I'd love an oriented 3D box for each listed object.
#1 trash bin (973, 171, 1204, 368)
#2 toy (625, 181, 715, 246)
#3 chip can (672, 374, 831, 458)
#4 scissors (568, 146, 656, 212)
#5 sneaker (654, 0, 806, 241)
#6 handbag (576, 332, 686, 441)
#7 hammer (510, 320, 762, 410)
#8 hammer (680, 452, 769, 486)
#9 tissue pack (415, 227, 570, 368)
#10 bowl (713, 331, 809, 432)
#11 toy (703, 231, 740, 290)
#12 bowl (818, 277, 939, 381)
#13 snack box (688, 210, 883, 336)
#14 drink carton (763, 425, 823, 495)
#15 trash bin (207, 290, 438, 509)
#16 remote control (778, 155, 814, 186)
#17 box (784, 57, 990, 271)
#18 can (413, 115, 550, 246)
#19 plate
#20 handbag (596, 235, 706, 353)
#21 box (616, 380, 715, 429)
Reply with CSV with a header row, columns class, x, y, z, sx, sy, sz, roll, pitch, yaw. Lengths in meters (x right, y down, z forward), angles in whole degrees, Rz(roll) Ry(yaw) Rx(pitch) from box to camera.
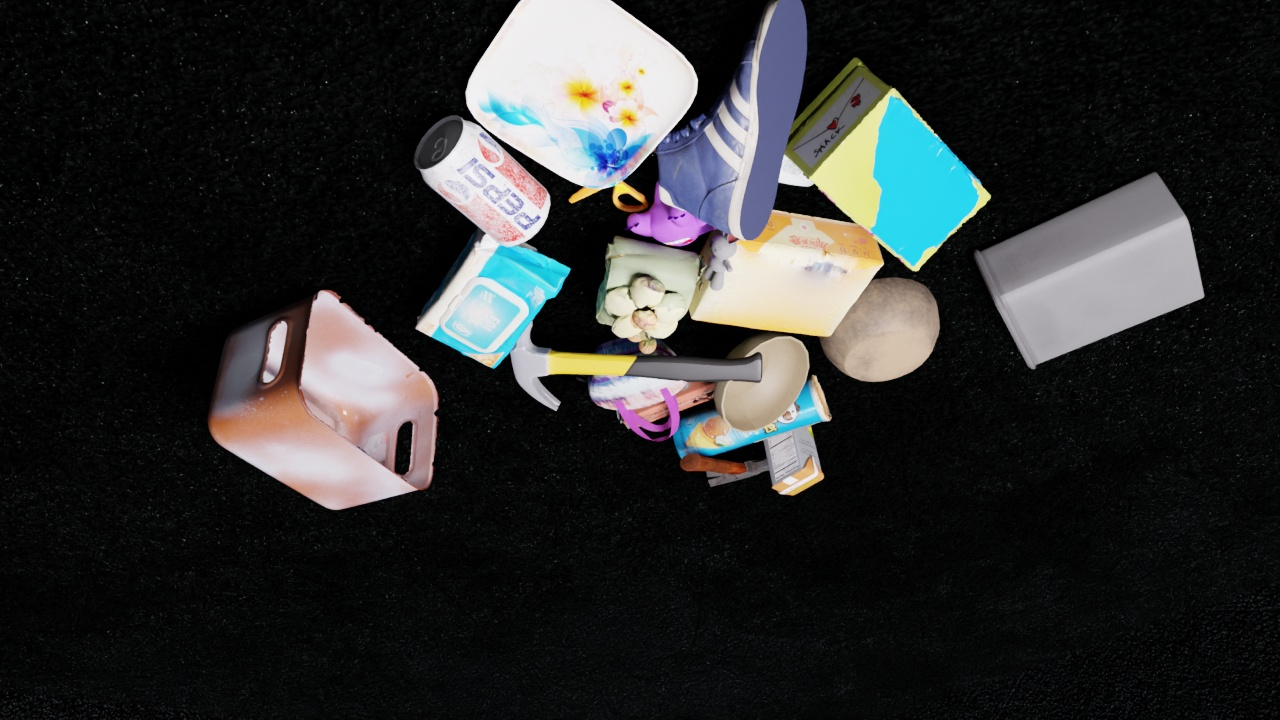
class,x,y,z,sx,sy,sz,roll,pitch,yaw
trash bin,0.562,-0.106,1.152,0.220,0.097,0.192,-26,140,22
toy,0.037,-0.159,1.032,0.106,0.055,0.088,-7,159,31
chip can,0.164,0.088,1.372,0.230,0.079,0.080,-19,142,17
scissors,-0.026,-0.204,0.999,0.130,0.011,0.125,-33,138,29
sneaker,0.082,-0.247,0.914,0.091,0.118,0.233,-24,128,-47
handbag,0.003,0.049,1.274,0.145,0.067,0.170,-16,132,12
hammer,-0.007,0.007,1.174,0.324,0.029,0.127,3,111,7
hammer,0.125,0.164,1.416,0.111,0.028,0.300,-20,164,19
tissue pack,-0.183,-0.071,1.099,0.117,0.065,0.210,30,135,-18
bowl,0.159,0.022,1.271,0.152,0.050,0.152,-20,129,-26
toy,0.092,-0.125,1.011,0.030,0.049,0.112,-12,142,-22
bowl,0.324,-0.033,1.235,0.162,0.070,0.162,-4,144,-3
snack box,0.172,-0.101,1.111,0.195,0.080,0.145,6,141,-17
drink carton,0.229,0.135,1.403,0.048,0.124,0.076,23,135,-34
trash bin,-0.397,0.061,1.163,0.157,0.181,0.260,-17,144,16
remote control,0.149,-0.222,0.986,0.114,0.028,0.060,12,139,-23
box,0.260,-0.199,0.971,0.220,0.082,0.125,26,114,-40
can,-0.162,-0.184,0.949,0.078,0.078,0.136,-25,140,23
plate,-0.058,-0.263,0.887,0.187,0.016,0.187,29,133,-23
handbag,0.005,-0.068,1.085,0.113,0.116,0.187,8,159,-6
box,0.054,0.055,1.339,0.187,0.060,0.057,-21,174,21
